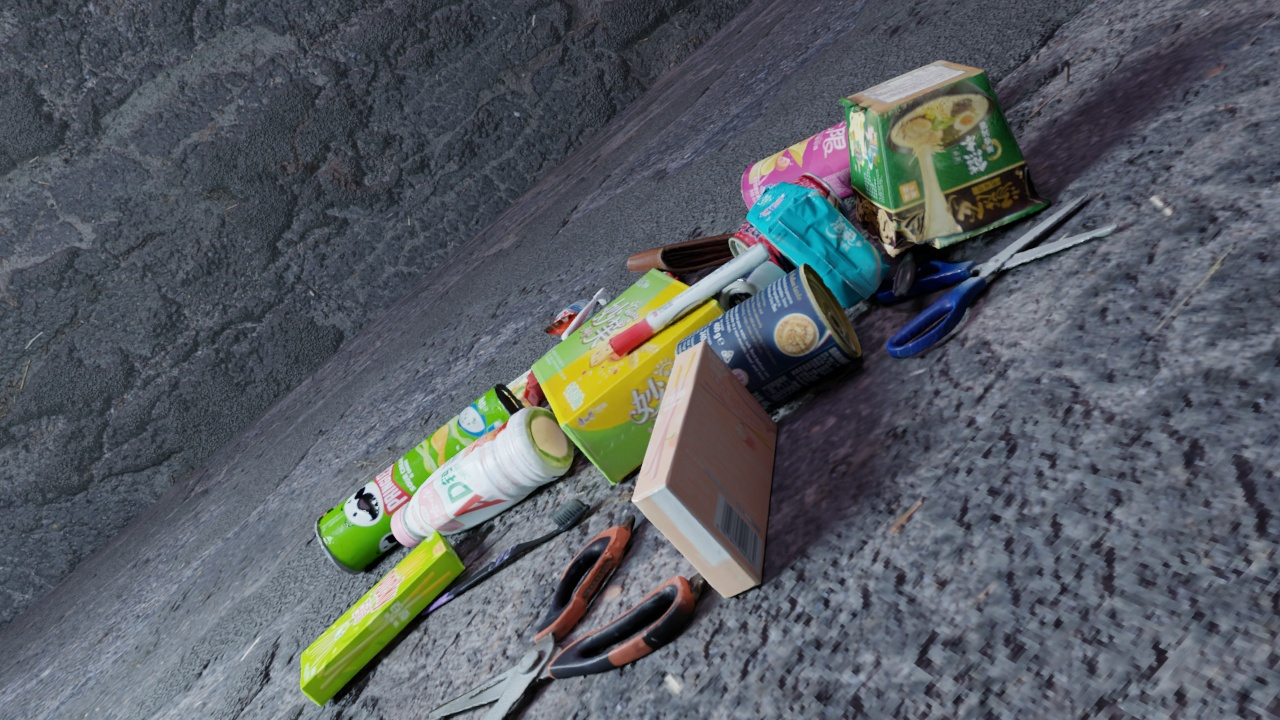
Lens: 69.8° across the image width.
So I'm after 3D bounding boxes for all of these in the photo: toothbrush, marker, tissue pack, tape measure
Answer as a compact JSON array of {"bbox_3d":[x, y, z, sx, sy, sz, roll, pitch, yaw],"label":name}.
[{"bbox_3d":[-0.058,-0.050,1.009,0.016,0.016,0.179,-40,8,20],"label":"toothbrush"},{"bbox_3d":[0.039,-0.048,0.709,0.145,0.017,0.017,-33,19,11],"label":"marker"},{"bbox_3d":[0.137,-0.095,0.722,0.050,0.093,0.133,-47,12,9],"label":"tissue pack"},{"bbox_3d":[0.095,-0.050,0.750,0.033,0.066,0.066,-48,19,-30],"label":"tape measure"},{"bbox_3d":[-0.116,0.161,0.734,0.189,0.017,0.014,-35,15,17],"label":"toothbrush"},{"bbox_3d":[0.204,-0.090,0.692,0.016,0.018,0.180,-19,22,30],"label":"toothbrush"}]

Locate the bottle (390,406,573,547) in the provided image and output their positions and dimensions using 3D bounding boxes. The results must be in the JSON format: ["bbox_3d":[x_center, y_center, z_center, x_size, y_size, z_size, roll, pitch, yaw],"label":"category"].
[{"bbox_3d":[-0.150,0.114,0.835,0.197,0.068,0.068,-34,19,26],"label":"bottle"}]

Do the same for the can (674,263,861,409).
[{"bbox_3d":[0.088,-0.008,0.650,0.111,0.075,0.075,-32,20,22],"label":"can"}]

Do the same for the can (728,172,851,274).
[{"bbox_3d":[0.134,-0.116,0.828,0.093,0.066,0.066,-40,18,-4],"label":"can"}]

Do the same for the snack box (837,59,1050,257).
[{"bbox_3d":[0.211,-0.153,0.666,0.117,0.106,0.118,-21,25,3],"label":"snack box"}]

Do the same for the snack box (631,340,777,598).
[{"bbox_3d":[0.045,0.060,0.559,0.026,0.084,0.157,-33,19,27],"label":"snack box"}]

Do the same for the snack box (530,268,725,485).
[{"bbox_3d":[-0.005,0.005,0.802,0.157,0.070,0.210,-39,19,-2],"label":"snack box"}]

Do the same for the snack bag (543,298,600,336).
[{"bbox_3d":[-0.076,-0.052,1.069,0.048,0.026,0.104,-26,9,21],"label":"snack bag"}]

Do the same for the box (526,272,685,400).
[{"bbox_3d":[-0.035,-0.036,1.017,0.201,0.039,0.158,-36,6,9],"label":"box"}]

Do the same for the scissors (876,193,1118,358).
[{"bbox_3d":[0.222,-0.057,0.611,0.162,0.012,0.174,-44,19,-21],"label":"scissors"}]

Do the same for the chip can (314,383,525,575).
[{"bbox_3d":[-0.216,0.119,0.931,0.236,0.072,0.072,-37,19,4],"label":"chip can"}]

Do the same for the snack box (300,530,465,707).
[{"bbox_3d":[-0.220,0.214,0.779,0.156,0.026,0.086,-43,15,-12],"label":"snack box"}]

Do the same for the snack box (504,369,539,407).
[{"bbox_3d":[-0.180,0.074,1.037,0.156,0.027,0.077,-34,18,14],"label":"snack box"}]

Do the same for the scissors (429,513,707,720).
[{"bbox_3d":[-0.050,0.179,0.571,0.189,0.015,0.224,-14,32,52],"label":"scissors"}]

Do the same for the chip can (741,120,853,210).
[{"bbox_3d":[0.194,-0.193,0.889,0.211,0.071,0.071,-15,30,51],"label":"chip can"}]

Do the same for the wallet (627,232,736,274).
[{"bbox_3d":[0.059,-0.109,0.932,0.124,0.032,0.101,-12,10,-17],"label":"wallet"}]
